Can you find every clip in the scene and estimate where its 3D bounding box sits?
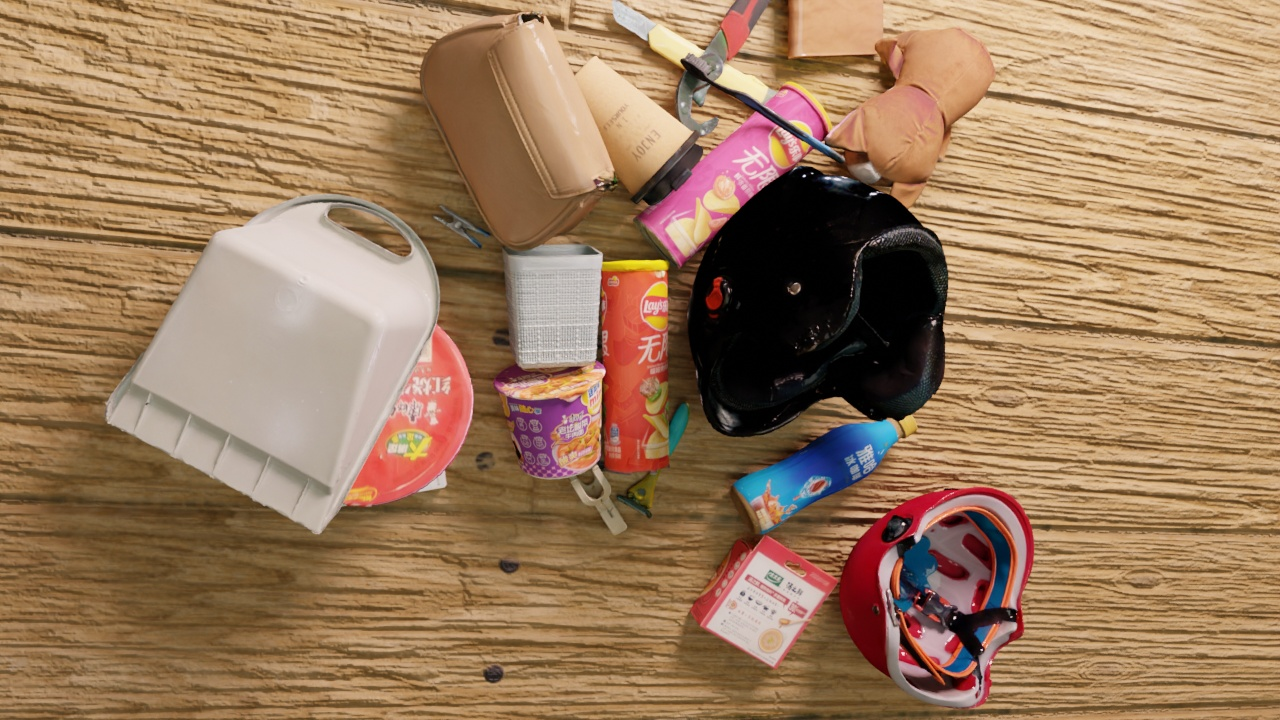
[{"bbox_3d":[-0.176,-0.131,0.901,0.058,0.026,0.038,33,99,-17],"label":"clip"},{"bbox_3d":[-0.044,0.144,0.964,0.035,0.092,0.103,-30,95,-7],"label":"clip"}]

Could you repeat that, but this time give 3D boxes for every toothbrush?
[{"bbox_3d":[0.120,-0.245,0.892,0.189,0.014,0.016,33,71,5],"label":"toothbrush"}]

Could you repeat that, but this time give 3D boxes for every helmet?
[{"bbox_3d":[0.159,-0.052,0.894,0.275,0.230,0.233,-40,140,20],"label":"helmet"},{"bbox_3d":[0.320,0.249,1.035,0.207,0.144,0.239,38,75,-21],"label":"helmet"}]

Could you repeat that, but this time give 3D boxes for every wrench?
[{"bbox_3d":[0.111,-0.348,0.923,0.056,0.016,0.273,32,87,-21],"label":"wrench"}]

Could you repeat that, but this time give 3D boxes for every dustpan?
[{"bbox_3d":[-0.309,-0.021,0.841,0.222,0.142,0.258,28,103,0],"label":"dustpan"}]

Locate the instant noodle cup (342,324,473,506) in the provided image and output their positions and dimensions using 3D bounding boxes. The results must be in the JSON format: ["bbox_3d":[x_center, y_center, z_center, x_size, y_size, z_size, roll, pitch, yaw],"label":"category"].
[{"bbox_3d":[-0.255,0.043,0.871,0.194,0.066,0.193,2,77,-7],"label":"instant noodle cup"}]

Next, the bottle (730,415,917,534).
[{"bbox_3d":[0.207,0.116,1.018,0.218,0.065,0.065,-28,106,-7],"label":"bottle"}]

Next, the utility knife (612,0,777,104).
[{"bbox_3d":[0.055,-0.305,0.925,0.196,0.020,0.031,25,88,-23],"label":"utility knife"}]

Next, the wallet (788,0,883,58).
[{"bbox_3d":[0.200,-0.363,0.939,0.115,0.020,0.101,-9,106,-24],"label":"wallet"}]

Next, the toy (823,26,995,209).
[{"bbox_3d":[0.269,-0.250,0.939,0.140,0.131,0.199,39,69,-15],"label":"toy"}]

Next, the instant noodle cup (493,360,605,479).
[{"bbox_3d":[-0.087,0.058,0.920,0.111,0.111,0.099,-8,111,-12],"label":"instant noodle cup"}]

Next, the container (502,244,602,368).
[{"bbox_3d":[-0.087,-0.054,0.904,0.090,0.090,0.111,-2,103,-13],"label":"container"}]

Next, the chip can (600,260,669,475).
[{"bbox_3d":[-0.006,0.005,0.937,0.073,0.073,0.216,-3,99,-13],"label":"chip can"}]

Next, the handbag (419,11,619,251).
[{"bbox_3d":[-0.106,-0.212,0.845,0.099,0.148,0.204,-39,109,-49],"label":"handbag"}]

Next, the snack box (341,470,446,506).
[{"bbox_3d":[-0.279,0.099,0.919,0.156,0.027,0.085,-10,103,-12],"label":"snack box"}]

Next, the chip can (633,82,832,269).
[{"bbox_3d":[0.093,-0.186,0.929,0.210,0.071,0.071,-42,107,-3],"label":"chip can"}]

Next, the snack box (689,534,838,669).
[{"bbox_3d":[0.140,0.267,1.043,0.113,0.044,0.127,34,93,-16],"label":"snack box"}]

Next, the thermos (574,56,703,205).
[{"bbox_3d":[-0.011,-0.222,0.890,0.143,0.093,0.093,43,89,-8],"label":"thermos"}]

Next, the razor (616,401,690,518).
[{"bbox_3d":[0.022,0.103,0.991,0.043,0.028,0.132,28,95,21],"label":"razor"}]
